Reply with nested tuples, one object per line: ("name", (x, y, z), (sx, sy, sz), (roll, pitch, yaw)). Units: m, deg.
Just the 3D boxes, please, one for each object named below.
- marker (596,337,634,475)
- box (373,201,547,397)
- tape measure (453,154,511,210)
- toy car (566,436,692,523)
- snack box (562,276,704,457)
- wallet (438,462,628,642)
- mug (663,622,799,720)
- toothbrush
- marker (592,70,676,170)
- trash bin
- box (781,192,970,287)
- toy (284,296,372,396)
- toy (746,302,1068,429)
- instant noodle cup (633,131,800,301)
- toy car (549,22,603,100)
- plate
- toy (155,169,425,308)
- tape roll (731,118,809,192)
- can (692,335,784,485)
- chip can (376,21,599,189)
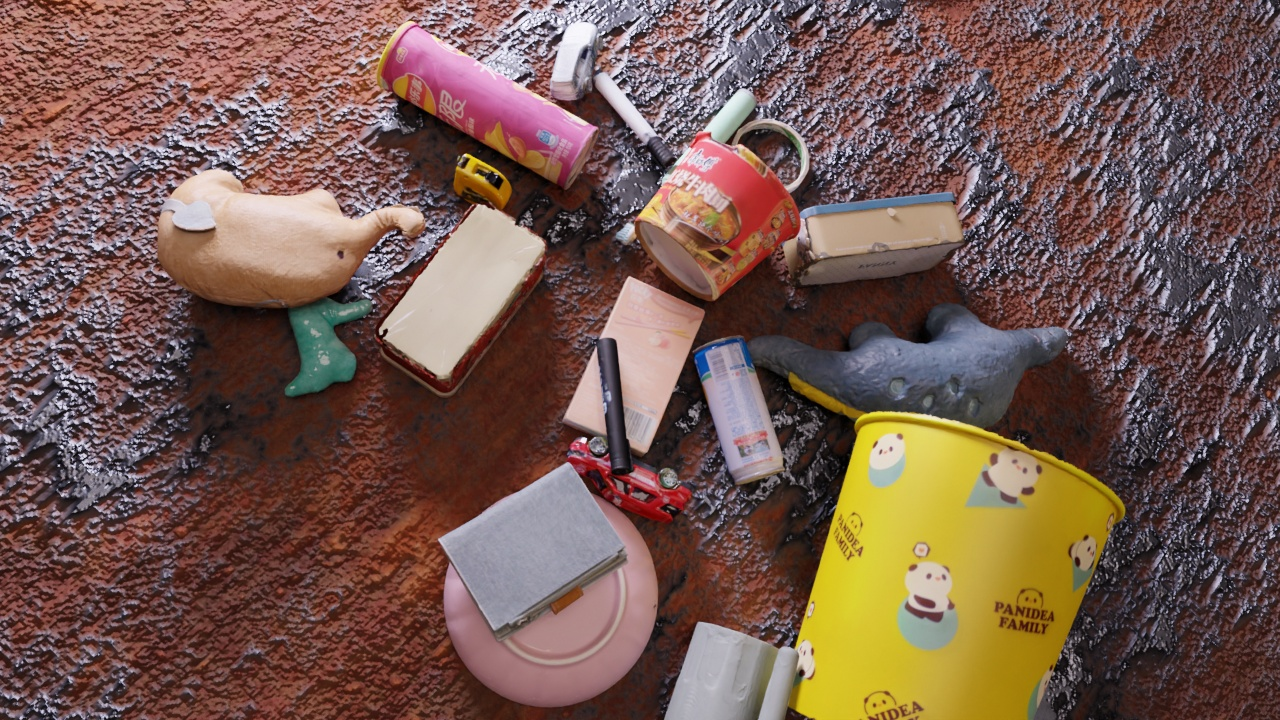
("marker", (-0.023, 0.040, 0.828), (0.022, 0.020, 0.131), (10, 58, -31))
("box", (-0.161, -0.058, 0.843), (0.091, 0.077, 0.168), (34, 72, 1))
("tape measure", (-0.154, -0.166, 0.884), (0.057, 0.060, 0.028), (27, 72, -8))
("toy car", (-0.013, 0.109, 0.836), (0.120, 0.053, 0.045), (26, 67, 0))
("snack box", (-0.005, 0.005, 0.880), (0.084, 0.026, 0.157), (24, 72, -3))
("wallet", (-0.088, 0.162, 0.775), (0.129, 0.037, 0.106), (-30, 70, -18))
("mug", (0.081, 0.285, 0.771), (0.083, 0.124, 0.103), (30, 68, -24))
("toothbrush", (0.049, -0.199, 0.948), (0.027, 0.026, 0.224), (28, 69, 28))
("marker", (-0.008, -0.249, 0.948), (0.018, 0.023, 0.130), (-24, 70, -43))
("trash bin", (0.251, 0.206, 0.779), (0.229, 0.230, 0.255), (25, 78, -3))
("box", (0.240, -0.122, 0.929), (0.184, 0.090, 0.059), (-9, 76, -15))
("toy", (-0.286, -0.020, 0.835), (0.096, 0.030, 0.092), (-18, 81, -17))
("toy", (0.286, 0.013, 0.907), (0.356, 0.092, 0.137), (-5, 48, -13))
("instant noodle cup", (0.069, -0.130, 0.883), (0.138, 0.138, 0.108), (43, 80, 3))
("toy car", (-0.068, -0.310, 0.946), (0.043, 0.034, 0.090), (7, 70, 21))
("plate", (-0.075, 0.204, 0.806), (0.192, 0.039, 0.192), (3, 74, -10))
("toy", (-0.312, -0.105, 0.825), (0.226, 0.083, 0.143), (6, 63, -10))
("tape roll", (0.137, -0.215, 0.974), (0.085, 0.014, 0.085), (3, 74, -10))
("can", (0.094, 0.047, 0.873), (0.053, 0.053, 0.134), (-14, 78, -14))
("chip can", (-0.148, -0.249, 0.901), (0.210, 0.071, 0.071), (29, 72, -2))
